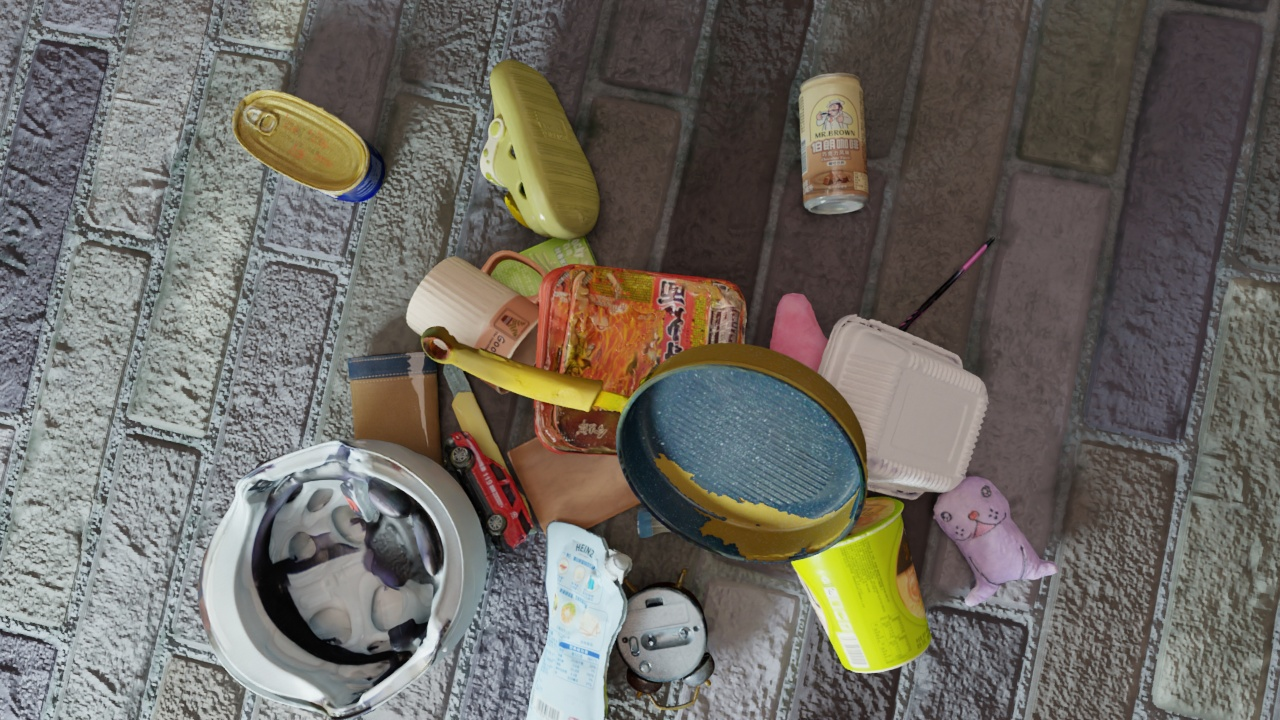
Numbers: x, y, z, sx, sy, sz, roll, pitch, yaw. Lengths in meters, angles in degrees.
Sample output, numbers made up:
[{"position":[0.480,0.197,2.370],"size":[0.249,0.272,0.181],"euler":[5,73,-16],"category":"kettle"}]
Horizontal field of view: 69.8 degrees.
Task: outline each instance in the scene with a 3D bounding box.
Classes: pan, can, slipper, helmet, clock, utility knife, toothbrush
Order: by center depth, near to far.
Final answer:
[{"position":[0.003,0.047,0.709],"size":[0.357,0.078,0.198],"euler":[28,130,3],"category":"pan"},{"position":[-0.245,0.180,0.812],"size":[0.259,0.145,0.229],"euler":[-33,82,19],"category":"helmet"},{"position":[0.022,0.253,0.823],"size":[0.082,0.055,0.122],"euler":[-11,86,5],"category":"clock"},{"position":[0.176,-0.196,0.836],"size":[0.058,0.058,0.116],"euler":[-2,85,6],"category":"can"},{"position":[0.255,-0.046,0.840],"size":[0.189,0.014,0.018],"euler":[-46,73,1],"category":"toothbrush"},{"position":[-0.103,-0.189,0.860],"size":[0.082,0.091,0.190],"euler":[-30,70,35],"category":"slipper"},{"position":[-0.147,0.082,0.871],"size":[0.031,0.020,0.188],"euler":[-25,91,8],"category":"utility knife"},{"position":[-0.322,-0.208,0.897],"size":[0.148,0.049,0.074],"euler":[27,89,7],"category":"can"}]

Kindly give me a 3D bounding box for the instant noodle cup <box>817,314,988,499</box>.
[{"position":[0.220,0.047,0.763],"size":[0.173,0.060,0.138],"euler":[17,91,-37],"category":"instant noodle cup"}]

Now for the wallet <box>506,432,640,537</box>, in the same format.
[{"position":[-0.055,0.105,0.861],"size":[0.115,0.020,0.101],"euler":[-26,84,7],"category":"wallet"}]

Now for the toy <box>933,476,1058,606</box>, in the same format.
[{"position":[0.301,0.154,0.807],"size":[0.084,0.039,0.108],"euler":[-30,84,12],"category":"toy"}]

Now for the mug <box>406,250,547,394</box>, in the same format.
[{"position":[-0.134,-0.046,0.822],"size":[0.106,0.081,0.114],"euler":[33,85,10],"category":"mug"}]

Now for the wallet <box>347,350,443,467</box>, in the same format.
[{"position":[-0.234,0.049,0.878],"size":[0.090,0.033,0.115],"euler":[-6,86,9],"category":"wallet"}]

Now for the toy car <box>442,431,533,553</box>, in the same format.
[{"position":[-0.140,0.118,0.839],"size":[0.045,0.053,0.120],"euler":[-31,91,-24],"category":"toy car"}]

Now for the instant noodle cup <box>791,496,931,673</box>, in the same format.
[{"position":[0.192,0.195,0.789],"size":[0.112,0.111,0.123],"euler":[-20,93,4],"category":"instant noodle cup"}]

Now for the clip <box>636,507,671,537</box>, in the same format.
[{"position":[0.025,0.149,0.850],"size":[0.058,0.045,0.027],"euler":[-2,84,0],"category":"clip"}]

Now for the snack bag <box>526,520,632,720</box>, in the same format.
[{"position":[-0.058,0.247,0.818],"size":[0.038,0.110,0.191],"euler":[9,90,-36],"category":"snack bag"}]

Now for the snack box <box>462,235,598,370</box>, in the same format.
[{"position":[-0.111,-0.058,0.874],"size":[0.156,0.026,0.085],"euler":[-24,84,5],"category":"snack box"}]

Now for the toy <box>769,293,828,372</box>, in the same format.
[{"position":[0.148,0.058,0.799],"size":[0.178,0.075,0.194],"euler":[32,82,-21],"category":"toy"}]

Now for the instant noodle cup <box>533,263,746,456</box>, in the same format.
[{"position":[-0.005,0.005,0.815],"size":[0.188,0.079,0.164],"euler":[6,86,-15],"category":"instant noodle cup"}]
